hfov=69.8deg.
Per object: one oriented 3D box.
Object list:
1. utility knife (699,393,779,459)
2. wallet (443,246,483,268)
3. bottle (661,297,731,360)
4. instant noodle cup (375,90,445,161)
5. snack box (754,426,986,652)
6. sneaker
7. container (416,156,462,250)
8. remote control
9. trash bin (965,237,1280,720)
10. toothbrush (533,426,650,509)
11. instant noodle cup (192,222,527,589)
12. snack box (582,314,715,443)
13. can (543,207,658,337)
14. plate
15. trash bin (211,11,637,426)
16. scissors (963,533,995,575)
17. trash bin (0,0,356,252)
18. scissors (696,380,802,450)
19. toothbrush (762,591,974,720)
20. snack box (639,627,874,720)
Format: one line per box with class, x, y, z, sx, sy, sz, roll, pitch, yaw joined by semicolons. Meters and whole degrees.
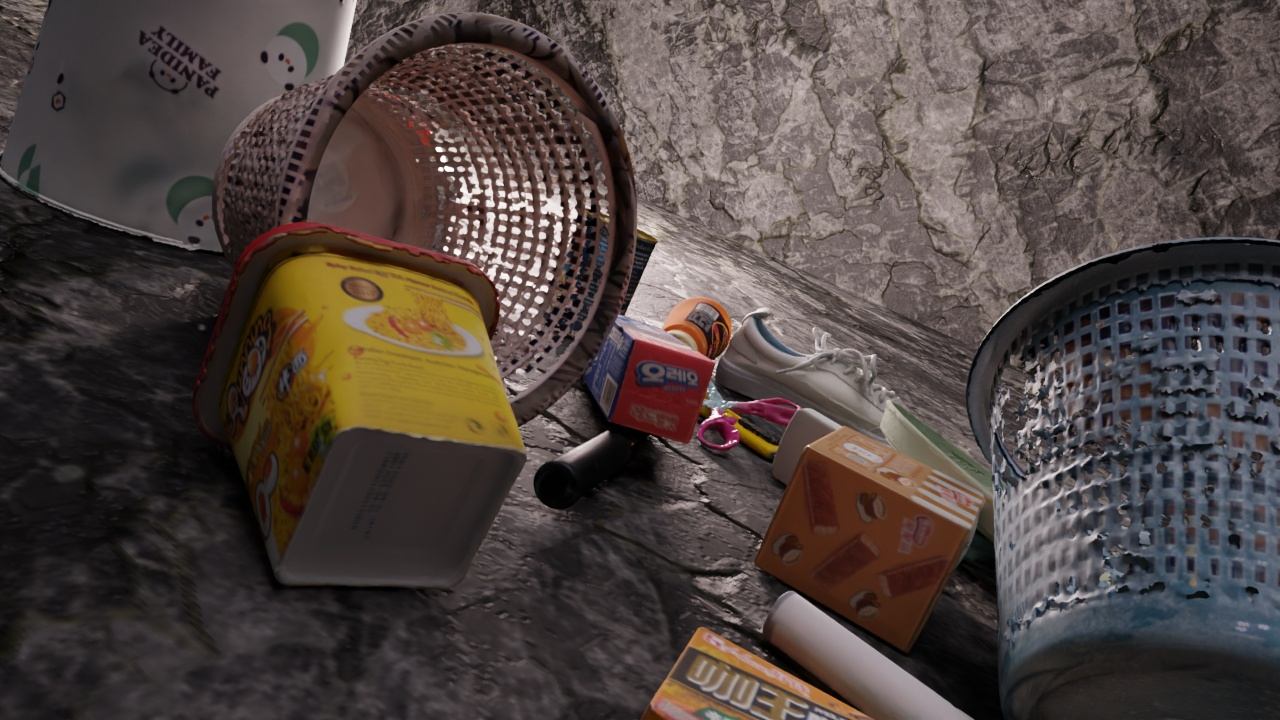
utility knife;0.090;0.059;0.738;0.033;0.015;0.231;3;23;-47
wallet;-0.214;-0.096;0.831;0.101;0.032;0.124;23;12;17
bottle;0.045;-0.018;0.880;0.067;0.067;0.149;25;21;9
instant noodle cup;-0.267;-0.201;0.949;0.138;0.138;0.108;22;5;0
snack box;0.133;0.096;0.524;0.094;0.077;0.092;27;14;21
sneaker;0.194;0.026;0.873;0.242;0.091;0.089;27;15;16
container;-0.193;-0.104;0.704;0.090;0.114;0.090;19;13;-12
remote control;0.156;0.090;0.630;0.021;0.058;0.150;3;22;-47
trash bin;0.251;0.091;0.413;0.226;0.227;0.194;24;50;8
toothbrush;-0.015;0.054;0.570;0.027;0.026;0.212;-12;2;16
instant noodle cup;-0.110;0.022;0.376;0.116;0.116;0.123;13;28;-36
snack box;-0.004;0.004;0.651;0.058;0.057;0.207;16;5;-11
can;-0.040;-0.076;0.853;0.075;0.111;0.075;23;12;-5
plate;0.269;0.112;0.684;0.230;0.027;0.230;36;11;-8
trash bin;-0.146;-0.084;0.548;0.192;0.227;0.227;18;7;42
scissors;0.242;0.122;0.732;0.174;0.019;0.170;11;19;-44
trash bin;-0.334;-0.237;0.701;0.229;0.252;0.229;20;13;-5
scissors;0.070;0.038;0.734;0.136;0.017;0.133;1;24;-7
toothbrush;0.143;0.167;0.372;0.221;0.026;0.027;31;-22;34
snack box;0.076;0.153;0.321;0.154;0.026;0.075;25;13;14
